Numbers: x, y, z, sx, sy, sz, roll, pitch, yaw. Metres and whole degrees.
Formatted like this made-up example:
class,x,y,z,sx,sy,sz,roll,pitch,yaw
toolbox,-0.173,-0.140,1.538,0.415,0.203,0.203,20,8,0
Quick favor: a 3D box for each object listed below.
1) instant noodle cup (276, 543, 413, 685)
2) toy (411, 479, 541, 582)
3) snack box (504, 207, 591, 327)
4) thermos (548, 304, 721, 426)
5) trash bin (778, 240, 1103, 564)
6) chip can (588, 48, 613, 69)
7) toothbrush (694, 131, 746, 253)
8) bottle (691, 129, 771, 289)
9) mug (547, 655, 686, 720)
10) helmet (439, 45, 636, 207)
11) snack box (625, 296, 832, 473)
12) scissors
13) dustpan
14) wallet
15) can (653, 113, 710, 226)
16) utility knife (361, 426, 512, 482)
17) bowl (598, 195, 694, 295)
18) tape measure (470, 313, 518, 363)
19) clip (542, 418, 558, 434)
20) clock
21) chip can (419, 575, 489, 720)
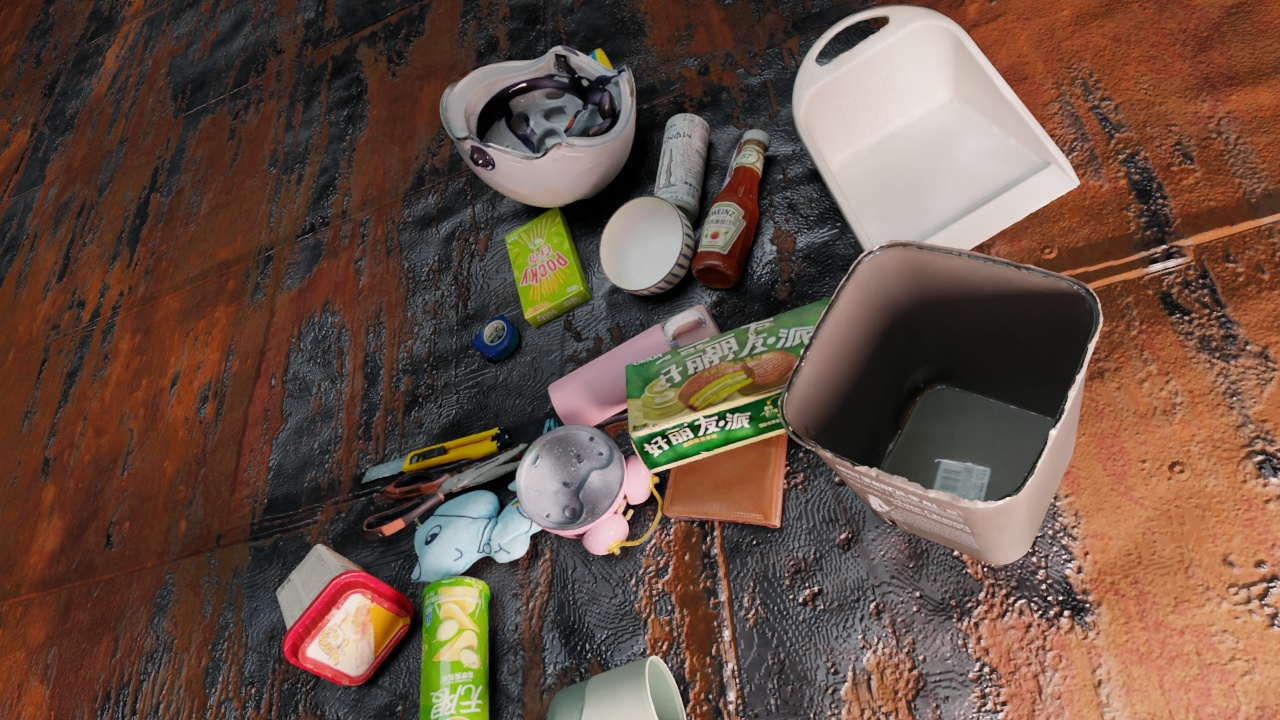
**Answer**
class,x,y,z,sx,sy,sz,roll,pitch,yaw
instant noodle cup,-0.334,0.273,1.011,0.116,0.116,0.124,-51,41,-9
toy,-0.184,0.188,1.017,0.156,0.050,0.161,14,56,37
snack box,-0.122,-0.123,1.189,0.086,0.026,0.156,-27,53,12
thermos,-0.006,0.006,1.011,0.199,0.087,0.067,-29,65,11
trash bin,0.256,0.051,0.759,0.199,0.220,0.198,21,72,35
chip can,-0.136,-0.369,1.318,0.210,0.071,0.071,-21,54,15
toothbrush,0.101,-0.210,1.129,0.016,0.017,0.187,12,68,32
bottle,0.113,-0.183,1.079,0.060,0.060,0.205,5,64,30
mug,-0.017,0.336,0.825,0.106,0.082,0.111,-24,84,13
helmet,-0.125,-0.291,1.208,0.259,0.146,0.228,12,52,21
snack box,0.105,0.024,0.924,0.240,0.063,0.114,-18,36,11
scissors,-0.231,0.144,1.066,0.196,0.015,0.214,-43,28,-29
dustpan,0.286,-0.249,0.978,0.223,0.142,0.257,-32,50,8
wallet,0.087,0.117,0.931,0.125,0.032,0.101,-1,64,29
can,0.051,-0.236,1.146,0.058,0.058,0.146,-4,59,26
utility knife,-0.252,0.118,1.117,0.218,0.015,0.033,-17,52,19
bowl,0.016,-0.130,1.086,0.117,0.066,0.116,-8,75,31
tape measure,-0.181,-0.026,1.162,0.058,0.025,0.054,-50,53,-2
clip,-0.103,0.092,1.056,0.034,0.013,0.055,-15,55,18
clock,-0.051,0.138,0.960,0.159,0.060,0.117,21,68,23
chip can,-0.186,0.327,0.918,0.073,0.072,0.220,-19,54,17
